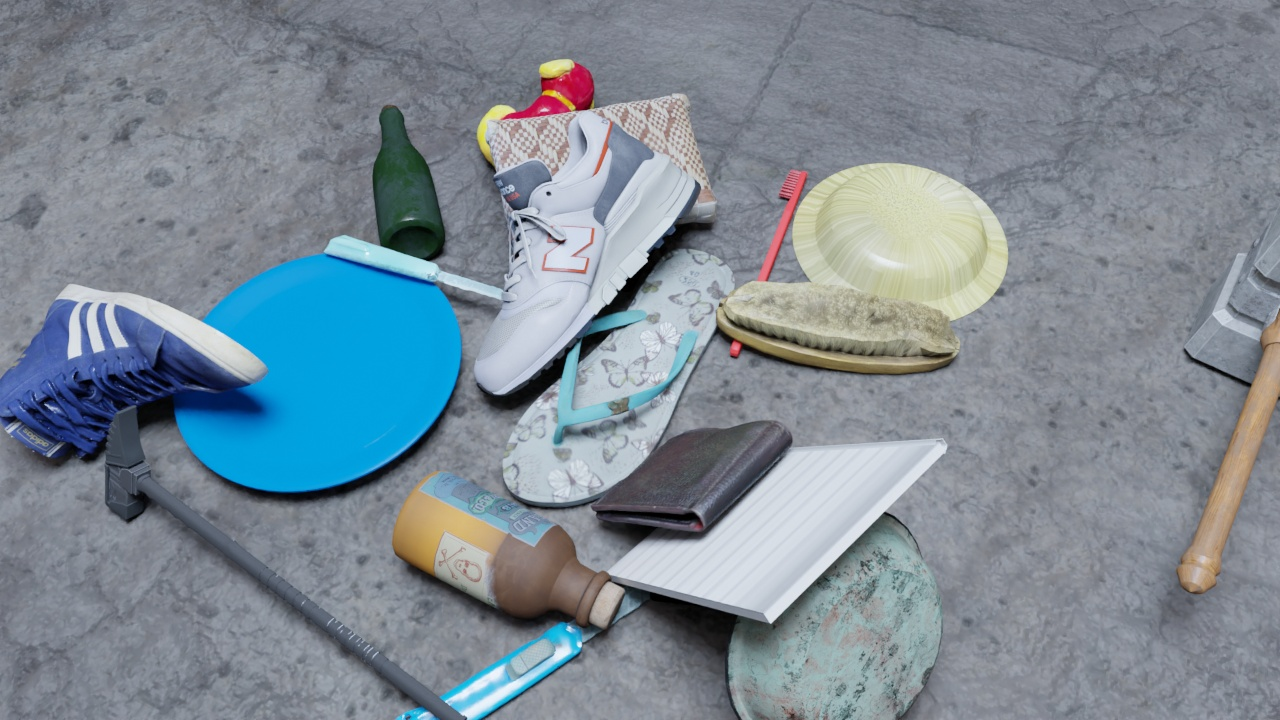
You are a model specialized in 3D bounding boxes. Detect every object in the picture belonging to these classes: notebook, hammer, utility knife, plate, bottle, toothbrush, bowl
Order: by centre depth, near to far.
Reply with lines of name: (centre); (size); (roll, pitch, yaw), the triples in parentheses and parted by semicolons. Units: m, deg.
bowl: (0.125, 0.167, 0.545); (0.157, 0.157, 0.038); (-34, 26, -19)
notebook: (0.071, 0.096, 0.561); (0.142, 0.210, 0.009); (-37, 98, -23)
utility knife: (-0.076, 0.200, 0.610); (0.221, 0.015, 0.031); (-29, 65, -18)
hammer: (-0.244, 0.144, 0.615); (0.325, 0.095, 0.015); (30, 32, 16)
hammer: (0.418, 0.026, 0.617); (0.083, 0.163, 0.316); (29, 63, 19)
bottle: (-0.085, 0.135, 0.620); (0.157, 0.068, 0.067); (22, 61, 15)
plate: (-0.253, 0.007, 0.733); (0.224, 0.024, 0.223); (-1, 57, 1)
utility knife: (-0.186, -0.077, 0.758); (0.166, 0.015, 0.022); (17, 59, 15)
plate: (0.226, -0.115, 0.789); (0.184, 0.036, 0.184); (-1, 57, 1)
toothbrush: (0.107, -0.090, 0.791); (0.018, 0.012, 0.212); (17, 59, 12)
bottle: (-0.216, -0.169, 0.828); (0.055, 0.055, 0.174); (-14, 57, -7)

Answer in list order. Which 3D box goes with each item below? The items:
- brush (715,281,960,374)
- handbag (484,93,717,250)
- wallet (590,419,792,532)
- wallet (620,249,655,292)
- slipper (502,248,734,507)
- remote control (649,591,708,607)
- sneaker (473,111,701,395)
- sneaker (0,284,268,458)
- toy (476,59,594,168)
brush: (0.158, -0.027, 0.726); (0.195, 0.043, 0.059); (9, 59, 1)
handbag: (-0.034, -0.164, 0.799); (0.185, 0.047, 0.124); (-11, 72, -9)
wallet: (0.034, 0.080, 0.626); (0.099, 0.120, 0.031); (-36, 106, -35)
wallet: (-0.022, -0.118, 0.812); (0.091, 0.018, 0.115); (20, 58, 15)
slipper: (-0.004, 0.004, 0.711); (0.098, 0.055, 0.268); (31, 62, 15)
remote control: (0.082, 0.159, 0.615); (0.150, 0.034, 0.013); (6, 58, 3)
sneaker: (-0.071, -0.094, 0.710); (0.239, 0.089, 0.124); (-47, 110, -11)
sneaker: (-0.387, 0.020, 0.665); (0.233, 0.091, 0.118); (14, 64, 31)
toy: (-0.087, -0.222, 0.856); (0.105, 0.067, 0.137); (30, 71, 11)
